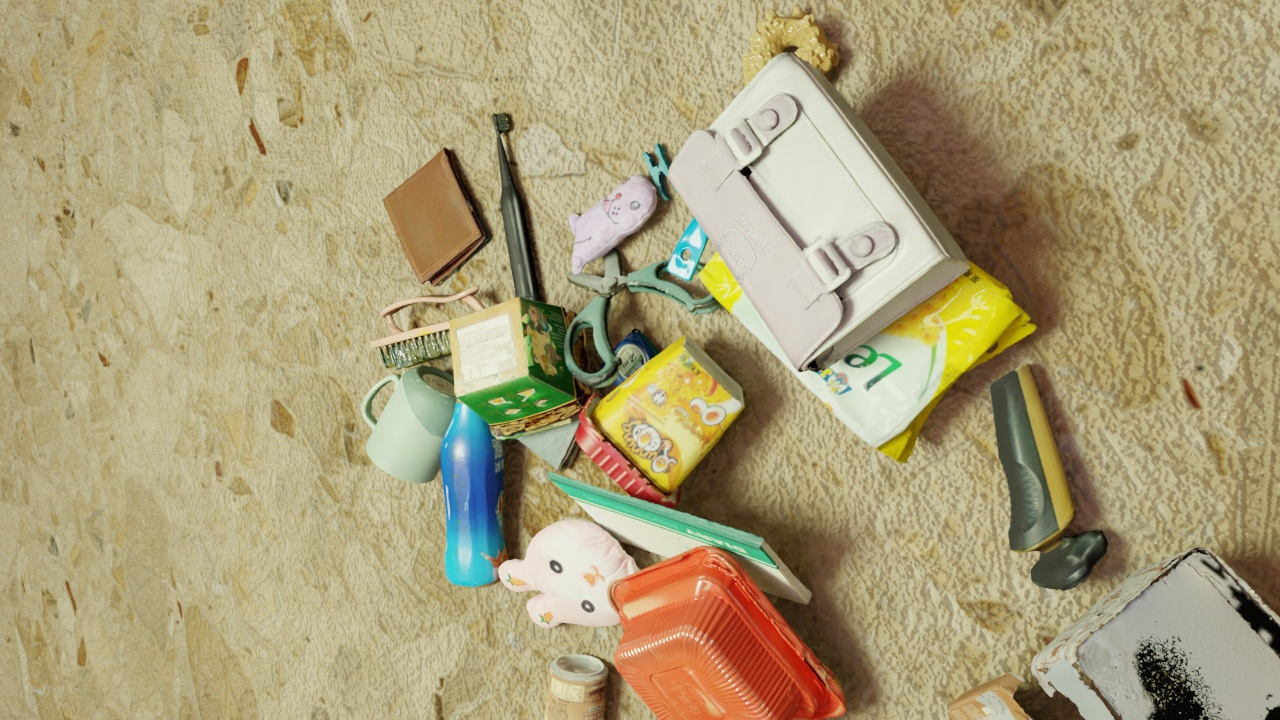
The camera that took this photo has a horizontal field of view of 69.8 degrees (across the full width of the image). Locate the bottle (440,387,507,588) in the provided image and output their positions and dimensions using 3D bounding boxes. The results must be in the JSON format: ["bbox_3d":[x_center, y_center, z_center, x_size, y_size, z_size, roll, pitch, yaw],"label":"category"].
[{"bbox_3d":[-0.174,0.124,0.953,0.065,0.065,0.219,5,101,32],"label":"bottle"}]

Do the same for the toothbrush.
[{"bbox_3d":[-0.133,-0.160,0.964,0.027,0.026,0.212,-9,83,-3],"label":"toothbrush"}]

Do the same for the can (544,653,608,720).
[{"bbox_3d":[-0.066,0.356,0.907,0.059,0.058,0.116,9,95,32],"label":"can"}]

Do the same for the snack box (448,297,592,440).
[{"bbox_3d":[-0.122,0.000,0.874,0.118,0.105,0.118,-17,68,19],"label":"snack box"}]

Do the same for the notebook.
[{"bbox_3d":[0.034,0.154,0.799,0.209,0.150,0.012,12,66,32],"label":"notebook"}]

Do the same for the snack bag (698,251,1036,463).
[{"bbox_3d":[0.174,-0.055,0.747,0.246,0.068,0.158,47,112,24],"label":"snack bag"}]

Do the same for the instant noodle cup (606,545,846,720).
[{"bbox_3d":[0.057,0.255,0.773,0.189,0.078,0.165,51,133,-4],"label":"instant noodle cup"}]

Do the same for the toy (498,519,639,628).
[{"bbox_3d":[-0.071,0.218,0.904,0.160,0.054,0.121,-32,100,36],"label":"toy"}]

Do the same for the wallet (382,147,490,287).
[{"bbox_3d":[-0.226,-0.159,1.020,0.101,0.032,0.124,-33,74,25],"label":"wallet"}]

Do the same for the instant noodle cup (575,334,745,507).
[{"bbox_3d":[0.022,0.049,0.813,0.116,0.116,0.124,44,102,-4],"label":"instant noodle cup"}]

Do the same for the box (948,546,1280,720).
[{"bbox_3d":[0.357,0.256,0.633,0.157,0.198,0.181,-33,67,-16],"label":"box"}]

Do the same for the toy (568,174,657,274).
[{"bbox_3d":[-0.027,-0.139,0.888,0.108,0.039,0.083,-35,45,26],"label":"toy"}]

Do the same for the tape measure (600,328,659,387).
[{"bbox_3d":[-0.005,0.005,0.885,0.054,0.025,0.058,51,119,19],"label":"tape measure"}]

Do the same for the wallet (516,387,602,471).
[{"bbox_3d":[-0.107,0.036,0.943,0.130,0.037,0.107,34,108,27],"label":"wallet"}]

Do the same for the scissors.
[{"bbox_3d":[-0.016,-0.040,0.849,0.170,0.019,0.180,15,63,30],"label":"scissors"}]

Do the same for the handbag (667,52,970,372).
[{"bbox_3d":[0.123,-0.108,0.688,0.145,0.098,0.197,-43,68,29],"label":"handbag"}]

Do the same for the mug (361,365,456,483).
[{"bbox_3d":[-0.249,0.059,0.999,0.112,0.082,0.106,33,105,12],"label":"mug"}]

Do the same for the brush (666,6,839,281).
[{"bbox_3d":[0.090,-0.186,0.791,0.083,0.046,0.254,29,93,21],"label":"brush"}]

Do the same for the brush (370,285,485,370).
[{"bbox_3d":[-0.223,-0.038,0.999,0.146,0.063,0.073,-13,94,31],"label":"brush"}]

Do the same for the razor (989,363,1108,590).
[{"bbox_3d":[0.299,0.085,0.686,0.067,0.062,0.167,-10,78,1],"label":"razor"}]

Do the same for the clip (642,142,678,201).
[{"bbox_3d":[0.020,-0.179,0.874,0.045,0.014,0.057,-31,73,26],"label":"clip"}]
